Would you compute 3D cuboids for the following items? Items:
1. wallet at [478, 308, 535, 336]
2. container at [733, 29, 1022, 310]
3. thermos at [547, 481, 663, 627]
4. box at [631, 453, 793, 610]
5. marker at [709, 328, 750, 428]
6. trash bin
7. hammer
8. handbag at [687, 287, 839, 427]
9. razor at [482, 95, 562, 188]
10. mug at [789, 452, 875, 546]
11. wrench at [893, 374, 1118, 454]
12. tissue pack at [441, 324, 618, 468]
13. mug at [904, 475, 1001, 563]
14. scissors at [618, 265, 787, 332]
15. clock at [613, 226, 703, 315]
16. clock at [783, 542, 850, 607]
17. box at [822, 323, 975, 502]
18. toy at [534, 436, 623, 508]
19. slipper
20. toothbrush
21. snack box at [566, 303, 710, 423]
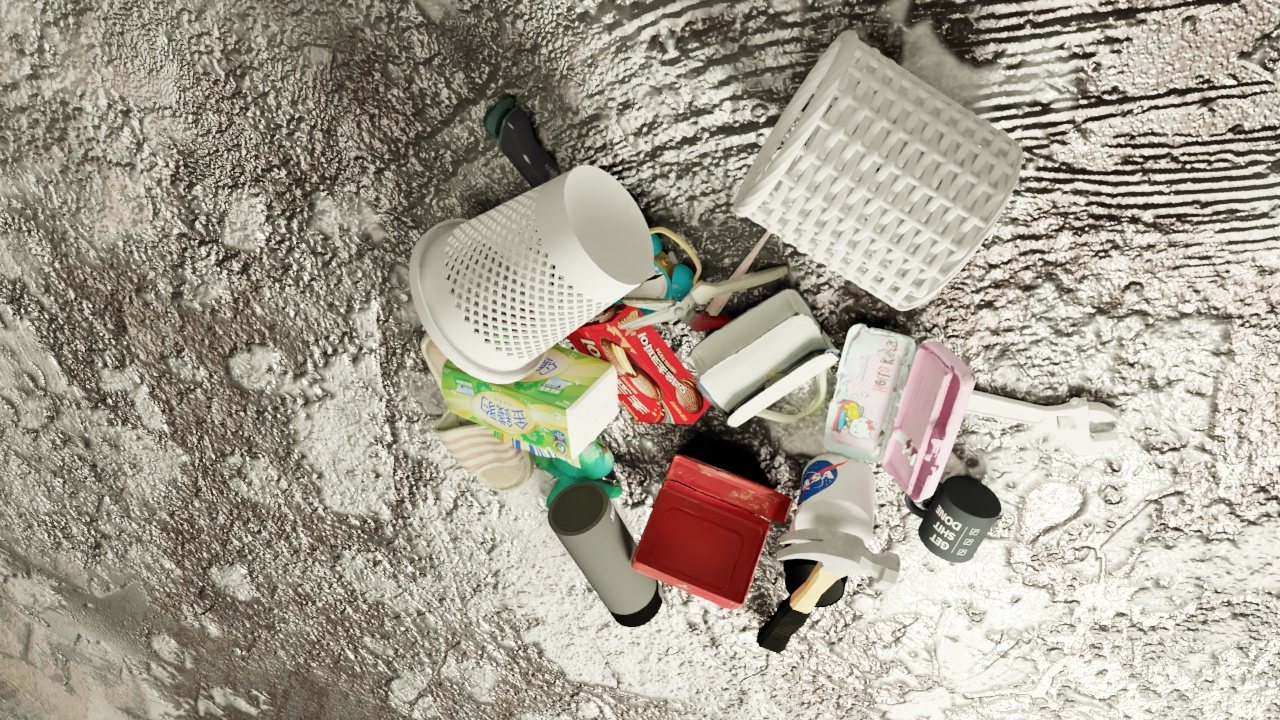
[{"bbox_3d":[-0.145,-0.008,1.169,0.088,0.013,0.121,-12,117,29],"label":"wallet"},{"bbox_3d":[0.213,-0.171,0.848,0.187,0.188,0.190,31,125,-5],"label":"container"},{"bbox_3d":[-0.042,0.266,1.234,0.082,0.082,0.240,-6,136,20],"label":"thermos"},{"bbox_3d":[0.084,0.219,1.156,0.157,0.156,0.170,21,87,5],"label":"box"},{"bbox_3d":[0.109,0.021,1.112,0.011,0.011,0.152,-10,118,22],"label":"marker"},{"bbox_3d":[-0.104,-0.101,0.976,0.200,0.194,0.195,-25,112,34],"label":"trash bin"},{"bbox_3d":[0.210,0.304,1.171,0.131,0.039,0.329,18,144,3],"label":"hammer"},{"bbox_3d":[0.159,0.022,1.044,0.151,0.074,0.176,-32,129,15],"label":"handbag"},{"bbox_3d":[-0.119,-0.221,1.009,0.052,0.047,0.143,-11,123,51],"label":"razor"},{"bbox_3d":[0.230,0.184,1.130,0.091,0.089,0.122,40,124,-10],"label":"mug"},{"bbox_3d":[0.398,0.052,1.039,0.273,0.018,0.066,12,125,11],"label":"wrench"},{"bbox_3d":[-0.132,0.060,1.115,0.198,0.120,0.142,23,133,31],"label":"tissue pack"},{"bbox_3d":[0.369,0.182,1.106,0.105,0.071,0.078,35,129,26],"label":"mug"},{"bbox_3d":[0.080,-0.060,1.017,0.179,0.015,0.185,-41,128,10],"label":"scissors"},{"bbox_3d":[0.009,-0.098,1.048,0.099,0.043,0.130,44,130,-13],"label":"clock"},{"bbox_3d":[0.233,0.275,1.216,0.091,0.042,0.121,8,124,12],"label":"clock"},{"bbox_3d":[0.294,0.055,1.044,0.153,0.066,0.202,34,140,31],"label":"box"},{"bbox_3d":[-0.086,0.154,1.226,0.131,0.072,0.194,19,134,5],"label":"toy"},{"bbox_3d":[-0.223,0.074,1.223,0.115,0.052,0.263,-8,119,20],"label":"slipper"},{"bbox_3d":[0.117,-0.105,1.025,0.015,0.018,0.182,32,126,-4],"label":"toothbrush"},{"bbox_3d":[-0.006,0.006,1.079,0.152,0.035,0.133,51,156,-17],"label":"snack box"}]
